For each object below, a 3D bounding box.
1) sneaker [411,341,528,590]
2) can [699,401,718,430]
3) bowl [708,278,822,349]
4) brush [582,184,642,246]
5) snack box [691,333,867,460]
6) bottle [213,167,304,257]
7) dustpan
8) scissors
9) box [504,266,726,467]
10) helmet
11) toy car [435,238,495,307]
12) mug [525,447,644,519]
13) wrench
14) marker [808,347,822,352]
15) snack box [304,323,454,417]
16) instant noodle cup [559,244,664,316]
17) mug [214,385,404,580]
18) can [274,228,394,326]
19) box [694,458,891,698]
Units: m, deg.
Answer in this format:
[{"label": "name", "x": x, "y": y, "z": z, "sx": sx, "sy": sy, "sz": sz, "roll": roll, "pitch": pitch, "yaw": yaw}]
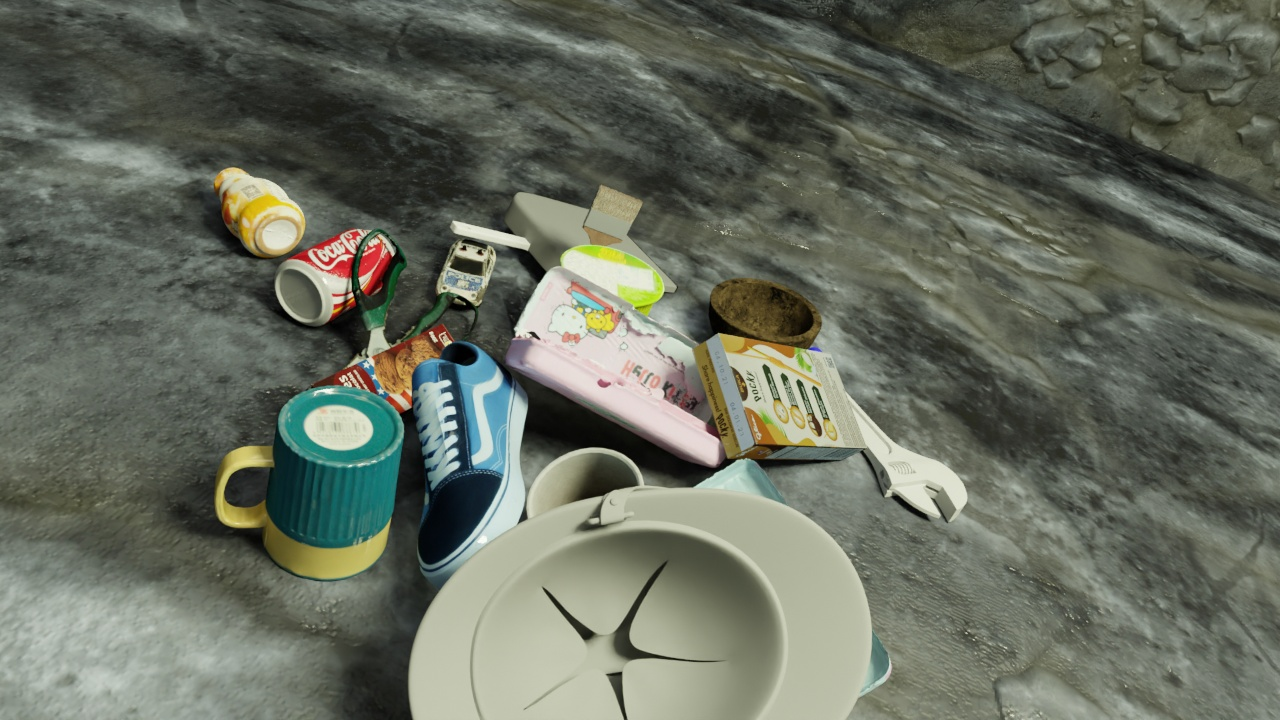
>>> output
[{"label": "sneaker", "x": -0.141, "y": 0.061, "z": 0.664, "sx": 0.098, "sy": 0.083, "sz": 0.240, "roll": 48, "pitch": 17, "yaw": -24}, {"label": "can", "x": 0.082, "y": 0.033, "z": 0.884, "sx": 0.086, "sy": 0.043, "sz": 0.086, "roll": 12, "pitch": 34, "yaw": -9}, {"label": "bowl", "x": 0.128, "y": -0.033, "z": 0.987, "sx": 0.121, "sy": 0.056, "sz": 0.121, "roll": 9, "pitch": 35, "yaw": -6}, {"label": "brush", "x": -0.049, "y": -0.109, "z": 0.926, "sx": 0.045, "sy": 0.143, "sz": 0.008, "roll": 20, "pitch": 34, "yaw": -16}, {"label": "snack box", "x": 0.130, "y": 0.037, "z": 0.830, "sx": 0.185, "sy": 0.032, "sz": 0.101, "roll": 8, "pitch": 58, "yaw": -48}, {"label": "bottle", "x": -0.373, "y": -0.147, "z": 0.886, "sx": 0.063, "sy": 0.063, "sz": 0.109, "roll": -17, "pitch": 46, "yaw": -43}, {"label": "dustpan", "x": -0.095, "y": -0.133, "z": 1.017, "sx": 0.257, "sy": 0.033, "sz": 0.163, "roll": 8, "pitch": 32, "yaw": -46}, {"label": "scissors", "x": -0.203, "y": -0.014, "z": 0.810, "sx": 0.146, "sy": 0.015, "sz": 0.209, "roll": 32, "pitch": 44, "yaw": -35}, {"label": "box", "x": -0.005, "y": 0.003, "z": 0.772, "sx": 0.201, "sy": 0.102, "sz": 0.087, "roll": 30, "pitch": -12, "yaw": -22}, {"label": "helmet", "x": -0.003, "y": 0.179, "z": 0.570, "sx": 0.271, "sy": 0.118, "sz": 0.183, "roll": -8, "pitch": 74, "yaw": -14}, {"label": "toy car", "x": -0.175, "y": -0.092, "z": 0.929, "sx": 0.048, "sy": 0.041, "sz": 0.112, "roll": 13, "pitch": 35, "yaw": -9}, {"label": "mug", "x": -0.045, "y": 0.122, "z": 0.656, "sx": 0.113, "sy": 0.071, "sz": 0.084, "roll": -28, "pitch": 47, "yaw": -10}, {"label": "wrench", "x": 0.230, "y": 0.062, "z": 0.945, "sx": 0.086, "sy": 0.018, "sz": 0.273, "roll": -2, "pitch": 39, "yaw": -30}, {"label": "marker", "x": 0.156, "y": 0.030, "z": 0.936, "sx": 0.020, "sy": 0.020, "sz": 0.141, "roll": 28, "pitch": 41, "yaw": 11}, {"label": "snack box", "x": -0.203, "y": 0.021, "z": 0.744, "sx": 0.051, "sy": 0.032, "sz": 0.140, "roll": 57, "pitch": 39, "yaw": -1}, {"label": "instant noodle cup", "x": -0.040, "y": -0.038, "z": 0.862, "sx": 0.099, "sy": 0.108, "sz": 0.098, "roll": 14, "pitch": 34, "yaw": -10}, {"label": "mug", "x": -0.218, "y": 0.081, "z": 0.604, "sx": 0.113, "sy": 0.107, "sz": 0.083, "roll": 2, "pitch": 40, "yaw": -25}, {"label": "can", "x": -0.275, "y": -0.078, "z": 0.836, "sx": 0.064, "sy": 0.064, "sz": 0.104, "roll": 27, "pitch": 34, "yaw": 10}, {"label": "box", "x": 0.070, "y": 0.171, "z": 0.677, "sx": 0.149, "sy": 0.049, "sz": 0.214, "roll": -17, "pitch": 45, "yaw": -15}]
